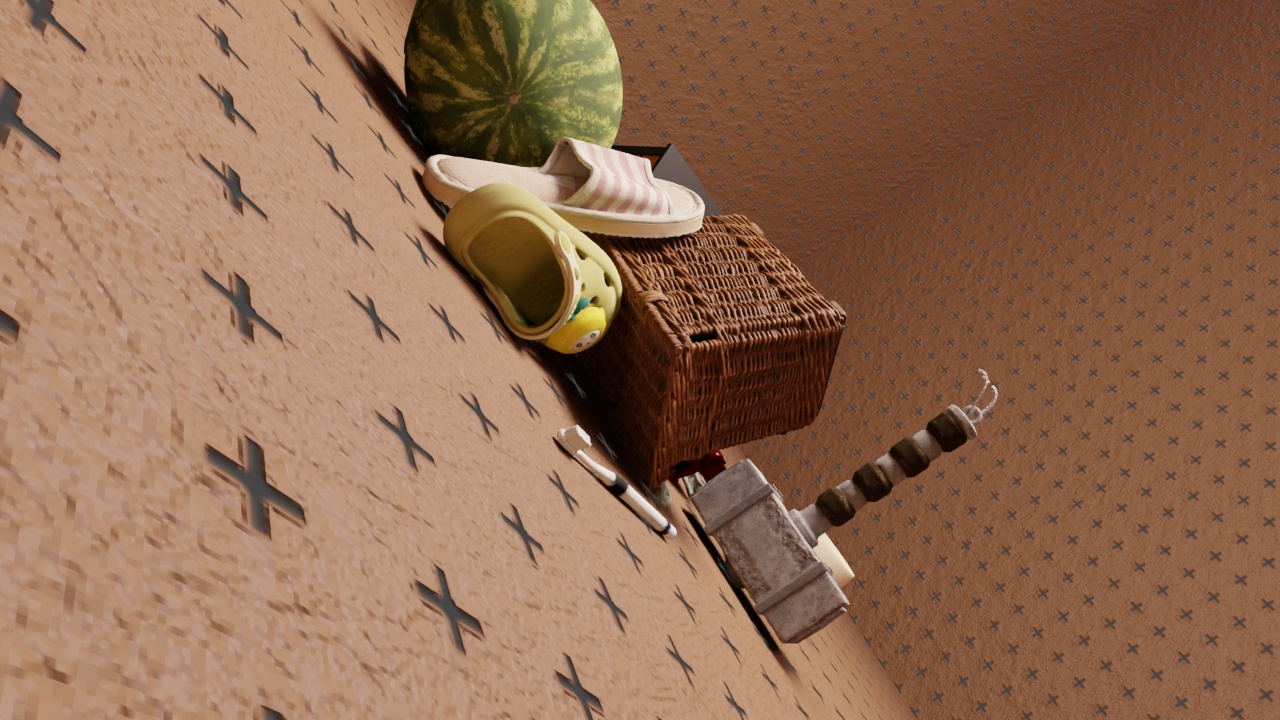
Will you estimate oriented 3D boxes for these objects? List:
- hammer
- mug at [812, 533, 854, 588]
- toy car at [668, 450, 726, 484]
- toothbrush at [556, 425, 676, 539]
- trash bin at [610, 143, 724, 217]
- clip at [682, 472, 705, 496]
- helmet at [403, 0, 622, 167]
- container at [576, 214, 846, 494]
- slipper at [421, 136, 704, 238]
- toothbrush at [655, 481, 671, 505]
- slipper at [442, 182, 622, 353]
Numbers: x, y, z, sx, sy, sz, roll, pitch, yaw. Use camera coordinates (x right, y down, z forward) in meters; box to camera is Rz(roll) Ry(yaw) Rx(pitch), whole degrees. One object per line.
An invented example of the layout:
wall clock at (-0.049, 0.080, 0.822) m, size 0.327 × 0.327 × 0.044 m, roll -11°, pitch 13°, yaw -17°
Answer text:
hammer at (0.225, 0.128, 0.919) m, size 0.177 × 0.326 × 0.079 m, roll 57°, pitch 5°, yaw 22°
mug at (0.212, 0.271, 1.237) m, size 0.120 × 0.100 × 0.096 m, roll 53°, pitch 6°, yaw 0°
toy car at (0.033, 0.078, 0.979) m, size 0.170 × 0.062 × 0.070 m, roll 51°, pitch 6°, yaw -47°
toothbrush at (-0.010, 0.092, 0.661) m, size 0.187 × 0.017 × 0.012 m, roll 51°, pitch 26°, yaw -51°
trash bin at (-0.024, -0.145, 1.035) m, size 0.172 × 0.139 × 0.139 m, roll 16°, pitch -22°, yaw 46°
clip at (0.068, 0.152, 1.081) m, size 0.044 × 0.023 × 0.076 m, roll 53°, pitch 2°, yaw -13°
helmet at (-0.125, -0.276, 0.919) m, size 0.247 × 0.213 × 0.243 m, roll -101°, pitch 174°, yaw -75°
container at (0.055, -0.028, 0.850) m, size 0.249 × 0.183 × 0.162 m, roll -120°, pitch -150°, yaw -48°
slipper at (-0.058, -0.158, 0.805) m, size 0.262 × 0.052 × 0.115 m, roll 0°, pitch 34°, yaw -29°
toothbrush at (0.000, 0.085, 0.862) m, size 0.022 × 0.015 × 0.154 m, roll 13°, pitch 26°, yaw -27°
slipper at (-0.071, -0.058, 0.698) m, size 0.190 × 0.092 × 0.081 m, roll 45°, pitch 13°, yaw -51°
